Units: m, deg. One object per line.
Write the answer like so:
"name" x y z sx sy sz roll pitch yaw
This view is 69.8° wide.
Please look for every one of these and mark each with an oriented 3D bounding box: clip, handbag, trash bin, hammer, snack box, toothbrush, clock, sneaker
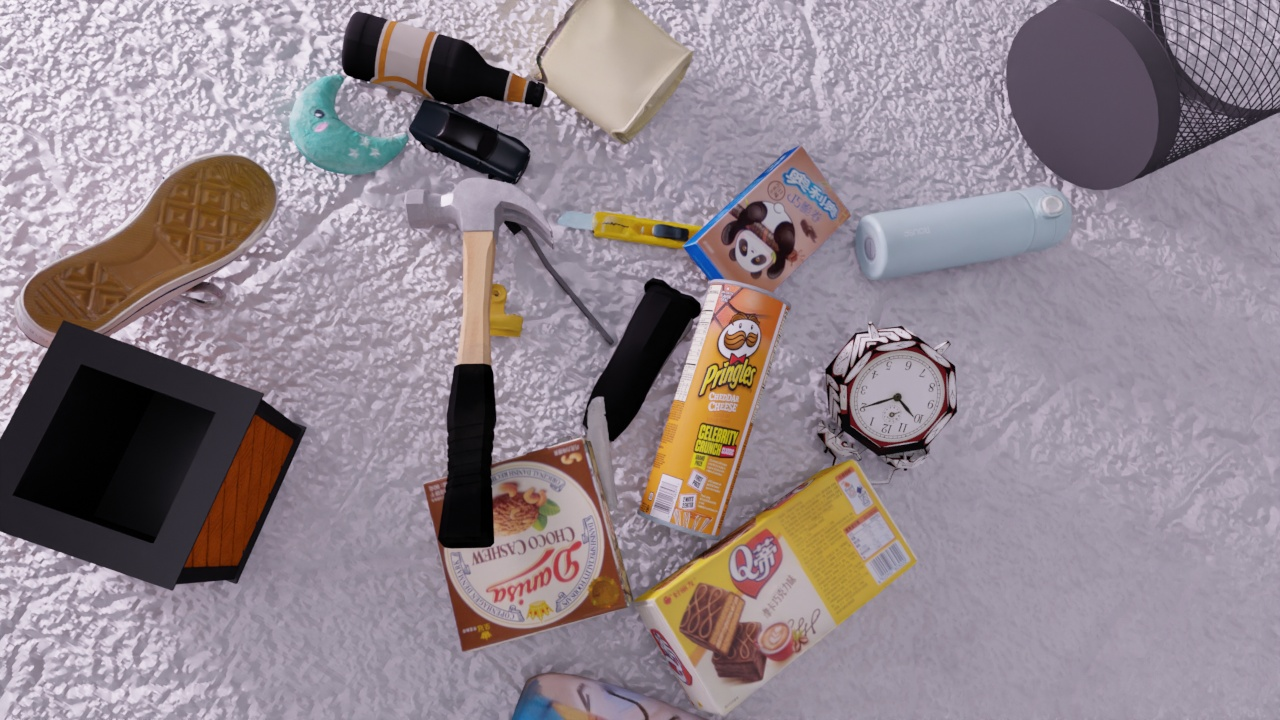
"clip" -0.133 -0.043 0.838 0.054 0.045 0.049 3 35 -9
"handbag" -0.028 -0.283 0.877 0.119 0.081 0.111 39 82 -2
"trash bin" -0.362 0.079 0.689 0.139 0.172 0.139 21 75 -5
"hammer" -0.140 -0.007 0.778 0.131 0.039 0.327 -1 68 -1
"trash bin" 0.521 -0.304 0.912 0.227 0.218 0.217 -28 84 -11
"snack box" -0.094 0.154 0.770 0.143 0.041 0.147 -16 82 4
"snack box" 0.123 -0.125 0.881 0.151 0.034 0.087 -44 104 -16
"toothbrush" -0.079 -0.080 0.857 0.013 0.013 0.167 -39 87 -7
"clip" -0.051 0.083 0.817 0.058 0.050 0.102 -4 100 16
"clock" 0.224 0.044 0.858 0.114 0.065 0.155 13 105 -8
"snack box" 0.118 0.190 0.793 0.229 0.062 0.110 -30 85 -23
"sneaker" -0.403 -0.084 0.762 0.118 0.088 0.240 46 50 -10

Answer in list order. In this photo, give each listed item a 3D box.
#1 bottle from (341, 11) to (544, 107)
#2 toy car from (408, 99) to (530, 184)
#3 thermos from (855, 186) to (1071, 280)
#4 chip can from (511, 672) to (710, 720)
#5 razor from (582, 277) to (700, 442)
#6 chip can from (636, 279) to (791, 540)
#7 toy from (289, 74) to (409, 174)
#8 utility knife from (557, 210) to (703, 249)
"bottle" -0.180 -0.270 0.854 0.181 0.059 0.059 14 76 -7
"toy car" -0.159 -0.204 0.857 0.112 0.034 0.046 25 75 -5
"thermos" 0.320 -0.127 0.907 0.206 0.078 0.065 -11 76 -10
"chip can" 0.008 0.320 0.757 0.229 0.080 0.079 22 75 -5
"razor" -0.005 0.005 0.830 0.057 0.060 0.156 29 78 2
"chip can" 0.065 0.042 0.805 0.075 0.075 0.215 18 86 -6
"toy" -0.276 -0.213 0.841 0.105 0.033 0.084 44 64 2
"utility knife" 0.009 -0.122 0.882 0.179 0.017 0.030 6 69 -6
